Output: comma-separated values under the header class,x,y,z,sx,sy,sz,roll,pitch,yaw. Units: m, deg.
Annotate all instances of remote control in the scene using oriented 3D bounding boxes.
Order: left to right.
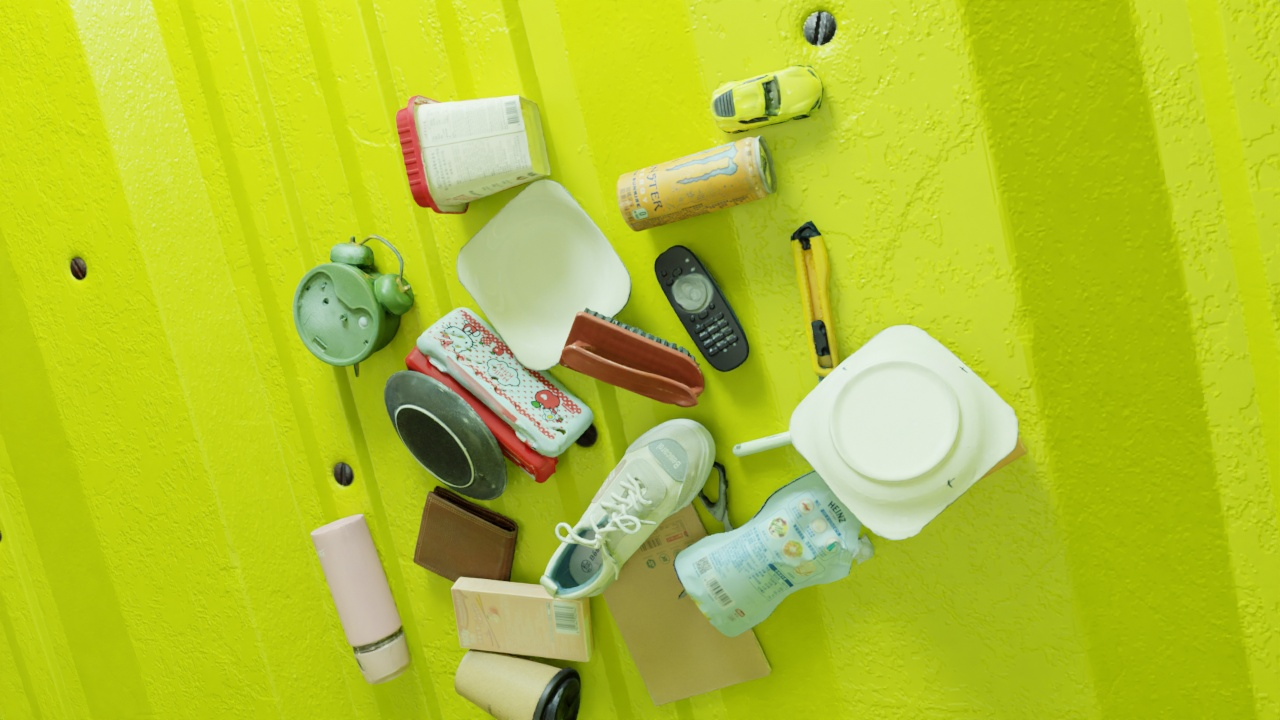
class,x,y,z,sx,sy,sz,roll,pitch,yaw
remote control,0.062,-0.052,0.913,0.053,0.024,0.136,-32,87,25

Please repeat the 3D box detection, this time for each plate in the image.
class,x,y,z,sx,sy,sz,roll,pitch,yaw
plate,-0.220,0.089,1.003,0.179,0.024,0.180,23,136,25
plate,-0.098,-0.089,0.961,0.164,0.034,0.164,-38,86,23
plate,0.225,0.056,0.812,0.164,0.034,0.163,-44,59,5

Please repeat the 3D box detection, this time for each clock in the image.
class,x,y,z,sx,sy,sz,roll,pitch,yaw
clock,-0.321,-0.067,1.038,0.116,0.056,0.161,41,112,8

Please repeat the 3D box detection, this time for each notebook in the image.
class,x,y,z,sx,sy,sz,roll,pitch,yaw
notebook,0.034,0.265,0.997,0.148,0.008,0.207,-25,91,24

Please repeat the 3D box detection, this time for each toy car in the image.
class,x,y,z,sx,sy,sz,roll,pitch,yaw
toy car,0.116,-0.243,0.851,0.105,0.032,0.048,-8,97,20

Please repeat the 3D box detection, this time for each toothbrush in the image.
class,x,y,z,sx,sy,sz,roll,pitch,yaw
toothbrush,0.177,0.065,0.898,0.190,0.029,0.020,-19,135,24

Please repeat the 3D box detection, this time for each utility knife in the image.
class,x,y,z,sx,sy,sz,roll,pitch,yaw
utility knife,0.175,-0.022,0.872,0.033,0.015,0.223,-10,92,25

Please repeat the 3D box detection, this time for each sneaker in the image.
class,x,y,z,sx,sy,sz,roll,pitch,yaw
sneaker,-0.022,0.154,0.940,0.089,0.090,0.243,45,111,22

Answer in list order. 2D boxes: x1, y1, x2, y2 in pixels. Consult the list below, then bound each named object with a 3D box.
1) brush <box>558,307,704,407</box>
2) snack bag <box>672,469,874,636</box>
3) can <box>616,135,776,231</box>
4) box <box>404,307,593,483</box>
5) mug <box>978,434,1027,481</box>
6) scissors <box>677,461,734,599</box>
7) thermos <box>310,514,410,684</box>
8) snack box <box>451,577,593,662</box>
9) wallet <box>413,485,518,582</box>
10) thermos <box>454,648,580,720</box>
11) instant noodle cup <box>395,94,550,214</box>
class,x,y,z,sx,sy,sz,roll,pitch,yaw
brush,-0.005,0.005,0.909,0.146,0.069,0.063,21,119,-3
snack bag,0.134,0.194,0.915,0.191,0.038,0.110,-36,87,18
can,0.052,-0.167,0.876,0.146,0.058,0.058,-12,96,22
box,-0.149,0.031,0.995,0.201,0.095,0.100,39,73,9
mug,0.281,0.086,0.835,0.123,0.078,0.078,-30,89,18
scissors,0.094,0.185,0.949,0.181,0.014,0.159,-36,88,18
thermos,-0.340,0.290,1.118,0.087,0.067,0.198,-10,100,54
snack box,-0.133,0.293,1.039,0.157,0.026,0.084,2,112,15
wallet,-0.202,0.214,1.065,0.124,0.032,0.101,21,110,16
thermos,-0.137,0.378,1.044,0.143,0.092,0.093,14,105,25
instant noodle cup,-0.164,-0.213,0.926,0.124,0.116,0.116,-9,98,11
